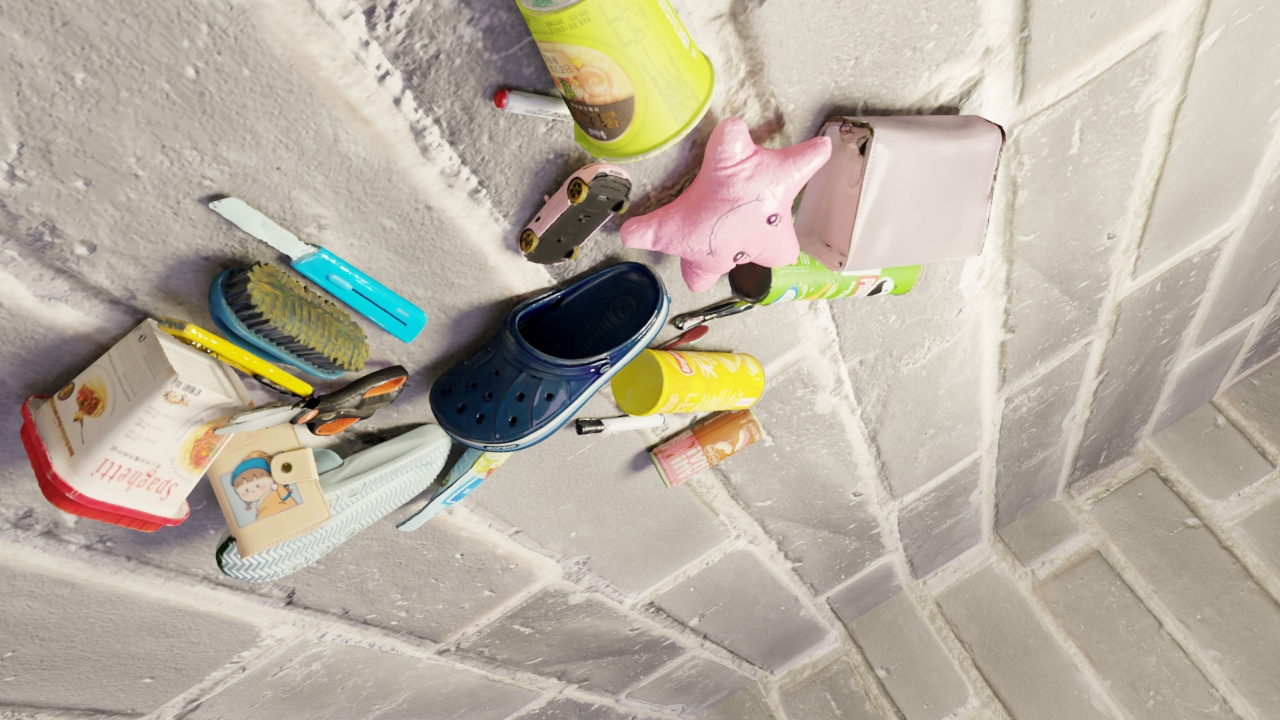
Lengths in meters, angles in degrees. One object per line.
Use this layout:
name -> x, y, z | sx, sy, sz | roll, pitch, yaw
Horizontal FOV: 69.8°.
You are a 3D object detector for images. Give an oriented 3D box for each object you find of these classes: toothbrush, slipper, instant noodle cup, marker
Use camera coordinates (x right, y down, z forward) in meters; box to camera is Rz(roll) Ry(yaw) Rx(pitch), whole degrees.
toothbrush -> -0.006, 0.006, 1.023 | 0.187, 0.016, 0.017 | -27, 159, -7
slipper -> -0.084, -0.006, 0.849 | 0.253, 0.105, 0.095 | -33, 156, 0
instant noodle cup -> -0.022, -0.215, 0.614 | 0.112, 0.111, 0.123 | -34, 141, 5
instant noodle cup -> -0.370, 0.045, 0.686 | 0.124, 0.116, 0.116 | -46, 148, 1
marker -> -0.023, 0.074, 1.102 | 0.130, 0.022, 0.018 | -4, 151, -40
marker -> -0.046, -0.190, 0.704 | 0.145, 0.017, 0.017 | -3, 139, -39
slipper -> -0.296, 0.123, 0.892 | 0.244, 0.074, 0.104 | -29, 153, -35

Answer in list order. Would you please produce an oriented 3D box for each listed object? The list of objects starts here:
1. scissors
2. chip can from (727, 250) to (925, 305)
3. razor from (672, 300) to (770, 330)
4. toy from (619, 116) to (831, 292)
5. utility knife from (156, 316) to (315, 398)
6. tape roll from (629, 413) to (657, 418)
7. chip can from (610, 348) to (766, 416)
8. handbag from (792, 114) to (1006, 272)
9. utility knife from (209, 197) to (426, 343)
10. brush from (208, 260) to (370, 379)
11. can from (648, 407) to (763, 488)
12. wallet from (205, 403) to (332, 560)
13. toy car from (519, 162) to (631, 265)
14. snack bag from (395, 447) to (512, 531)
scissors -> -0.279, 0.052, 0.760 | 0.153, 0.021, 0.233 | -40, 174, 35
chip can -> 0.205, -0.101, 0.995 | 0.235, 0.072, 0.072 | -6, 141, -34
razor -> 0.101, -0.060, 1.012 | 0.142, 0.022, 0.043 | -21, 146, -15
toy -> 0.096, -0.137, 0.840 | 0.178, 0.074, 0.195 | 26, 121, -39
utility knife -> -0.308, 0.002, 0.710 | 0.033, 0.015, 0.156 | 6, 160, 26
tape roll -> 0.019, 0.036, 1.087 | 0.085, 0.014, 0.086 | -22, 148, -15
chip can -> 0.060, 0.024, 1.022 | 0.213, 0.072, 0.072 | 1, 137, -52
handbag -> 0.259, -0.172, 0.912 | 0.196, 0.098, 0.145 | -9, 127, -30
utility knife -> -0.241, -0.068, 0.713 | 0.034, 0.018, 0.225 | -35, 147, 8
brush -> -0.278, -0.025, 0.711 | 0.074, 0.055, 0.144 | -14, 154, 18
can -> 0.087, 0.111, 1.209 | 0.147, 0.058, 0.058 | -29, 149, -4
wallet -> -0.325, 0.103, 0.799 | 0.087, 0.115, 0.024 | -23, 174, -12
toy car -> -0.057, -0.124, 0.773 | 0.056, 0.037, 0.123 | 7, 145, -42
snack bag -> -0.177, 0.113, 0.988 | 0.191, 0.039, 0.110 | -46, 180, 20
